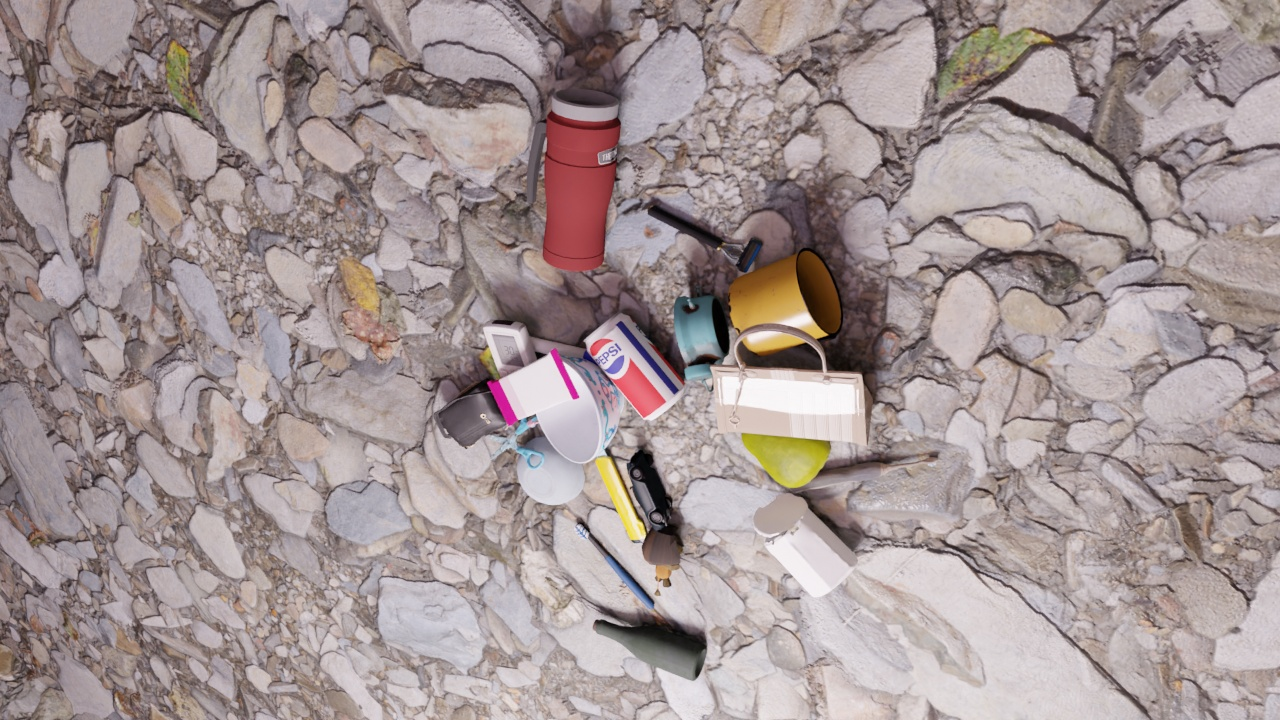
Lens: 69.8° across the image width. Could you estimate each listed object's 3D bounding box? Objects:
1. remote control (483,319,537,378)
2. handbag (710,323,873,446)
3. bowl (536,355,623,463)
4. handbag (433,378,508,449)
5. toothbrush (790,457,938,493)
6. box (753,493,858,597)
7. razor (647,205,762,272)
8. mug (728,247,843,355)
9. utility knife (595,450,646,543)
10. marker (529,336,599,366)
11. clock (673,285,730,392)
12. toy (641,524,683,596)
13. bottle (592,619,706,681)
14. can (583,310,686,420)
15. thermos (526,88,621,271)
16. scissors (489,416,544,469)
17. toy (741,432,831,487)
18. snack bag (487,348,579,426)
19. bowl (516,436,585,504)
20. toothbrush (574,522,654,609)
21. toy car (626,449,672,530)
[{"bbox_3d":[-0.168,0.003,1.249,0.060,0.025,0.139,7,131,26],"label":"remote control"},{"bbox_3d":[0.162,0.018,1.022,0.176,0.062,0.198,3,148,19],"label":"handbag"},{"bbox_3d":[-0.070,0.054,1.201,0.144,0.074,0.144,26,126,42],"label":"bowl"},{"bbox_3d":[-0.242,0.082,1.327,0.129,0.054,0.079,-30,101,32],"label":"handbag"},{"bbox_3d":[0.268,0.136,1.115,0.186,0.022,0.024,-16,136,30],"label":"toothbrush"},{"bbox_3d":[0.203,0.227,1.153,0.080,0.089,0.143,-45,87,-3],"label":"box"},{"bbox_3d":[0.072,-0.148,1.080,0.144,0.022,0.042,28,81,18],"label":"razor"},{"bbox_3d":[0.167,-0.055,1.033,0.094,0.100,0.123,-20,132,34],"label":"mug"},{"bbox_3d":[-0.040,0.164,1.284,0.031,0.019,0.224,-15,110,25],"label":"utility knife"},{"bbox_3d":[-0.111,-0.014,1.235,0.142,0.020,0.020,13,118,21],"label":"marker"},{"bbox_3d":[0.075,-0.022,1.097,0.053,0.089,0.124,-11,108,20],"label":"clock"},{"bbox_3d":[0.032,0.279,1.278,0.076,0.062,0.100,21,112,59],"label":"toy"},{"bbox_3d":[0.009,0.419,1.360,0.174,0.055,0.055,13,118,22],"label":"bottle"},{"bbox_3d":[-0.007,0.007,1.161,0.070,0.070,0.132,-38,93,34],"label":"can"},{"bbox_3d":[-0.083,-0.215,1.086,0.108,0.083,0.199,18,122,17],"label":"thermos"},{"bbox_3d":[-0.172,0.125,1.310,0.141,0.015,0.111,-42,56,36],"label":"scissors"},{"bbox_3d":[0.175,0.102,1.127,0.110,0.051,0.090,35,122,11],"label":"toy"},{"bbox_3d":[-0.144,0.038,1.206,0.197,0.016,0.070,-23,94,53],"label":"snack bag"},{"bbox_3d":[-0.136,0.165,1.320,0.106,0.039,0.106,11,118,22],"label":"bowl"},{"bbox_3d":[-0.038,0.304,1.352,0.014,0.014,0.167,-41,91,23],"label":"toothbrush"},{"bbox_3d":[0.010,0.177,1.249,0.034,0.046,0.112,-15,107,29],"label":"toy car"}]
